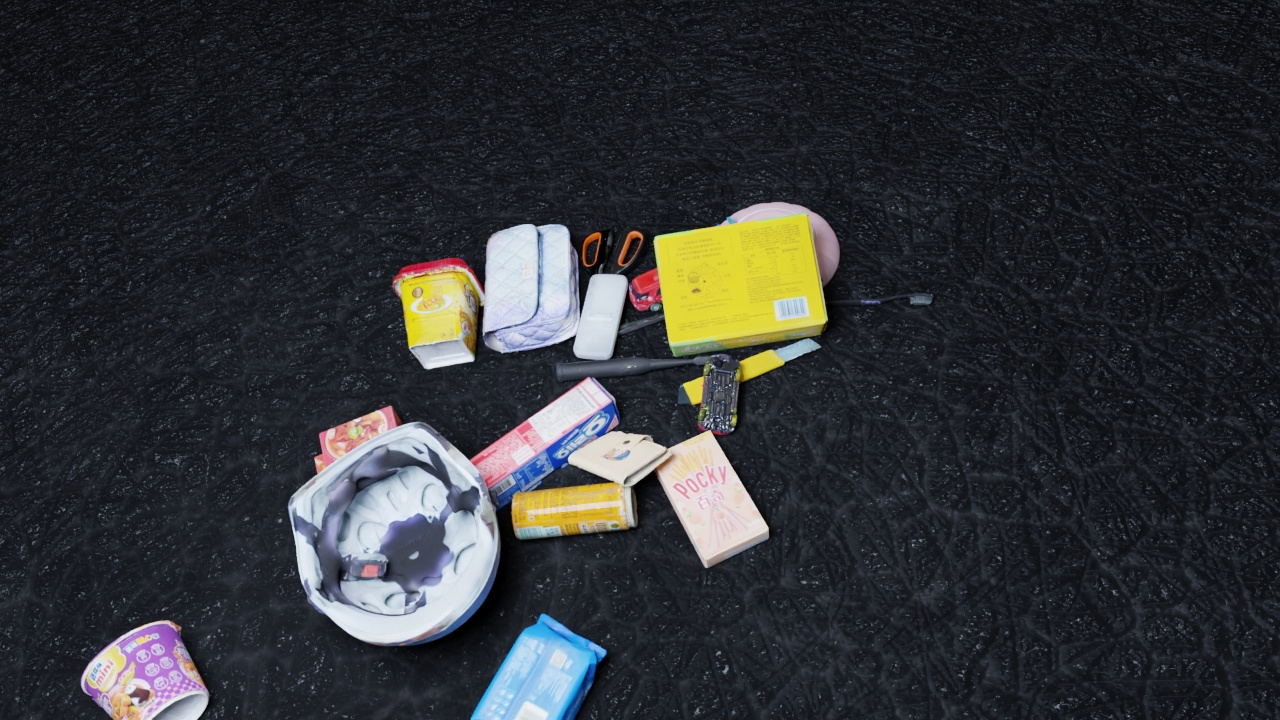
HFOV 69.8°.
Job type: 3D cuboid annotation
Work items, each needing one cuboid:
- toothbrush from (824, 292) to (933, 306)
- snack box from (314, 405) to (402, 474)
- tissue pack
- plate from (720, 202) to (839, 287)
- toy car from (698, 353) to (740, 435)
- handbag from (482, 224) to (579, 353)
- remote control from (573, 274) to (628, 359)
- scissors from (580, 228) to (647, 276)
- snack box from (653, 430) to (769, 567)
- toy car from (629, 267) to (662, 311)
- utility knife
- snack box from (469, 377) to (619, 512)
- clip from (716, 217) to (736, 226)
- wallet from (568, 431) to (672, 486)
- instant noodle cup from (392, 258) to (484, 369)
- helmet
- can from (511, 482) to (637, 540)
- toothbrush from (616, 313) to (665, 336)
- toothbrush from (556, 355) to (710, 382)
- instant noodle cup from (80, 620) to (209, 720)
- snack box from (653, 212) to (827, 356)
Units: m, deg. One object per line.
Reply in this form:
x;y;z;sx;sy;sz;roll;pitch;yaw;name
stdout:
0.302;-0.078;1.250;0.189;0.014;0.016;-3;66;9;toothbrush
-0.368;0.135;1.202;0.127;0.044;0.113;-23;53;-6;snack box
-0.110;0.358;0.984;0.095;0.052;0.156;20;60;21;tissue pack
0.189;-0.163;1.316;0.192;0.039;0.192;-5;54;7;plate
0.102;0.043;1.177;0.049;0.031;0.106;8;71;-2;toy car
-0.159;-0.111;1.322;0.134;0.076;0.193;-12;52;8;handbag
-0.055;-0.062;1.283;0.056;0.020;0.135;4;61;13;remote control
-0.068;-0.105;1.342;0.163;0.022;0.233;25;69;33;scissors
0.081;0.164;1.106;0.084;0.026;0.157;-24;54;-7;snack box
0.042;-0.111;1.305;0.120;0.045;0.053;-22;55;-8;toy car
0.142;0.015;1.210;0.206;0.015;0.033;-21;74;-6;utility knife
-0.124;0.107;1.169;0.207;0.057;0.058;-35;53;-15;snack box
0.134;-0.184;1.308;0.040;0.014;0.056;-37;56;-15;clip
-0.024;0.116;1.132;0.087;0.024;0.115;-29;24;-31;wallet
-0.282;-0.063;1.296;0.116;0.116;0.123;-9;64;4;instant noodle cup
-0.265;0.216;1.061;0.228;0.146;0.258;-36;64;-12;helmet
-0.079;0.181;1.105;0.146;0.058;0.058;-7;53;6;can
0.033;-0.063;1.289;0.181;0.018;0.015;-19;56;-1;toothbrush
-0.007;0.007;1.240;0.213;0.027;0.026;-5;98;6;toothbrush
-0.549;0.368;1.032;0.111;0.112;0.099;-41;64;-19;instant noodle cup
0.132;-0.101;1.230;0.210;0.070;0.157;-9;77;5;snack box
